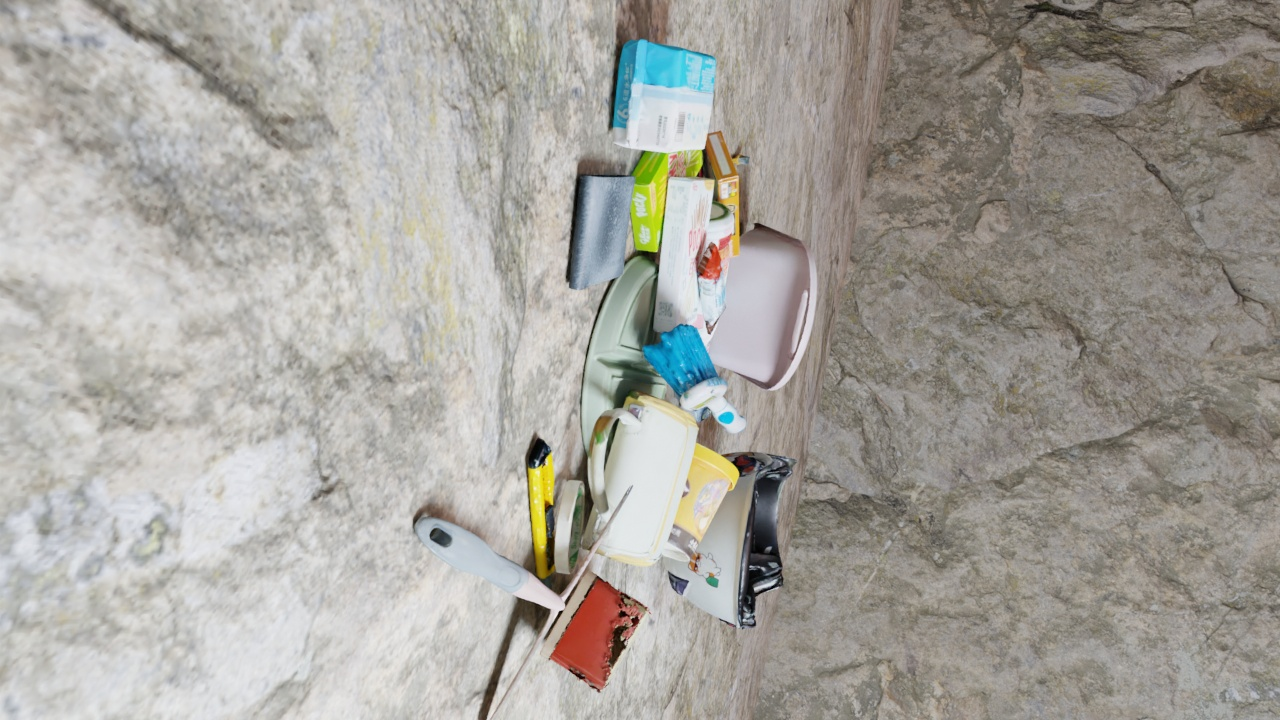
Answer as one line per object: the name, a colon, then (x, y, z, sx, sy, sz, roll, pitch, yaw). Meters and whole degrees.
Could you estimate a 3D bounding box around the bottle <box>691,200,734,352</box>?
bottle: (0.066, -0.086, 1.070, 0.068, 0.068, 0.197, -57, 156, -51)

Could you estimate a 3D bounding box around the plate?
plate: (-0.006, 0.006, 0.957, 0.230, 0.027, 0.230, 11, 89, -72)

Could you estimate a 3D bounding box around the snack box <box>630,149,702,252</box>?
snack box: (0.027, -0.193, 0.941, 0.086, 0.026, 0.156, 81, 26, -46)

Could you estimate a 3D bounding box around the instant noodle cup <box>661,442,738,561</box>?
instant noodle cup: (0.037, 0.158, 1.048, 0.114, 0.118, 0.118, -64, 158, -19)

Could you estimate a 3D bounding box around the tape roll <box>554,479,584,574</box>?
tape roll: (-0.065, 0.154, 0.848, 0.085, 0.014, 0.086, 7, 88, -85)

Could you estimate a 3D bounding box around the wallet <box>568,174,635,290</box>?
wallet: (-0.033, -0.116, 0.814, 0.120, 0.019, 0.097, -31, 132, -69)

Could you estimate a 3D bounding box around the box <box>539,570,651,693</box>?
box: (-0.030, 0.257, 0.861, 0.091, 0.080, 0.168, -58, 170, -13)

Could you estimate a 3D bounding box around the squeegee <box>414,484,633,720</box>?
squeegee: (-0.096, 0.167, 0.700, 0.247, 0.040, 0.249, -58, 149, -14)

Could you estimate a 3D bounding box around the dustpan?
dustpan: (0.181, -0.068, 1.276, 0.272, 0.139, 0.223, -30, 133, -71)

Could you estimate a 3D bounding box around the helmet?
helmet: (0.104, 0.224, 1.221, 0.273, 0.157, 0.230, -24, 120, -65)

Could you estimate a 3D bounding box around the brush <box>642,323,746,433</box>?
brush: (0.071, 0.031, 0.999, 0.109, 0.060, 0.314, 58, 6, 9)

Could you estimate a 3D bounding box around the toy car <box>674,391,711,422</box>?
toy car: (0.064, 0.044, 1.180, 0.034, 0.043, 0.091, -38, 141, -23)

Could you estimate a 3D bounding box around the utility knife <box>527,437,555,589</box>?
utility knife: (-0.083, 0.150, 0.815, 0.033, 0.015, 0.196, -53, 150, -51)

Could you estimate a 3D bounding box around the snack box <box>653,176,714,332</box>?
snack box: (0.045, -0.111, 0.953, 0.084, 0.027, 0.157, -31, 131, -67)

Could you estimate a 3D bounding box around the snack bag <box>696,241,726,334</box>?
snack bag: (0.077, -0.076, 0.985, 0.104, 0.026, 0.048, 78, 35, -54)

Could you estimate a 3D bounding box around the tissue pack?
tissue pack: (0.021, -0.238, 0.830, 0.139, 0.063, 0.090, -34, 134, -65)

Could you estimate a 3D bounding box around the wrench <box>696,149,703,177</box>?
wrench: (0.071, -0.172, 1.084, 0.056, 0.016, 0.274, -63, 151, -43)

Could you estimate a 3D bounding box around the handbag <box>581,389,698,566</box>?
handbag: (-0.007, 0.113, 0.886, 0.178, 0.063, 0.163, 35, 70, -65)

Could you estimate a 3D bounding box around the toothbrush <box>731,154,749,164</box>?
toothbrush: (0.113, -0.255, 1.188, 0.191, 0.018, 0.016, -38, 134, -65)

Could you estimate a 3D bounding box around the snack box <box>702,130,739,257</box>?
snack box: (0.096, -0.194, 1.092, 0.154, 0.026, 0.075, 78, -2, -61)
